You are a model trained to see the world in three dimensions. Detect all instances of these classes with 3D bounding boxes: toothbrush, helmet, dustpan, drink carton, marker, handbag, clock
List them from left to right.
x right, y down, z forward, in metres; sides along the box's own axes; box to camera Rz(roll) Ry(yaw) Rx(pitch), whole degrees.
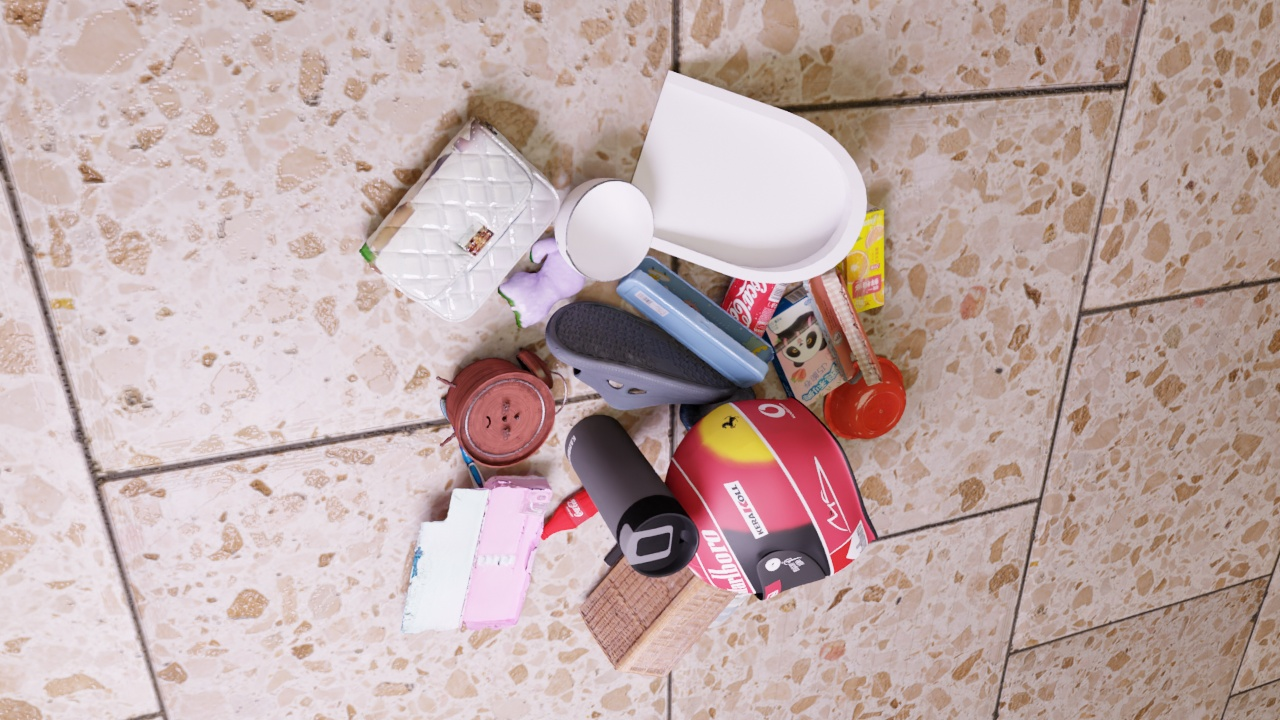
[{"bbox_3d":[-0.184,-0.144,0.972,0.139,0.072,0.195,38,95,-30],"label":"handbag"},{"bbox_3d":[-0.207,0.125,1.118,0.016,0.017,0.189,-23,119,-12],"label":"toothbrush"},{"bbox_3d":[-0.153,0.053,1.067,0.157,0.072,0.121,-11,116,-28],"label":"clock"},{"bbox_3d":[-0.005,0.232,1.247,0.017,0.021,0.124,38,97,-31],"label":"marker"},{"bbox_3d":[0.123,-0.190,1.038,0.257,0.053,0.192,17,107,-7],"label":"dustpan"},{"bbox_3d":[0.142,0.177,1.118,0.224,0.197,0.271,-31,124,-5],"label":"helmet"},{"bbox_3d":[0.281,-0.130,1.185,0.058,0.043,0.135,-16,119,-16],"label":"drink carton"}]

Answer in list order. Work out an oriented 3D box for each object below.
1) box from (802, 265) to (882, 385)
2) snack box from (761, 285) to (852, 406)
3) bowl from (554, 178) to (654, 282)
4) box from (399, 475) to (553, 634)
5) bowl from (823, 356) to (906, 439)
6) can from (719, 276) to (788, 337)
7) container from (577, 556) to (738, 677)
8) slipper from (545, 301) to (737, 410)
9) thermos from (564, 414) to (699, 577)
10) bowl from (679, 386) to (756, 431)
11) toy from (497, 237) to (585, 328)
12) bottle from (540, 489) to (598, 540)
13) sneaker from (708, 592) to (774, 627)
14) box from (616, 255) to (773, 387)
[{"bbox_3d":[0.257,-0.045,1.185,0.064,0.056,0.188,-13,122,27],"label":"box"},{"bbox_3d":[0.216,-0.017,1.216,0.088,0.033,0.154,-32,121,-5],"label":"snack box"},{"bbox_3d":[-0.048,-0.149,1.022,0.113,0.063,0.113,-14,116,-30],"label":"bowl"},{"bbox_3d":[-0.209,0.246,1.149,0.159,0.035,0.231,3,117,-27],"label":"box"},{"bbox_3d":[0.325,0.062,1.288,0.130,0.045,0.131,-9,116,-19],"label":"bowl"},{"bbox_3d":[0.136,-0.073,1.139,0.064,0.064,0.105,17,106,-28],"label":"can"},{"bbox_3d":[0.030,0.321,1.240,0.198,0.114,0.112,-50,137,7],"label":"container"},{"bbox_3d":[-0.007,0.006,1.109,0.267,0.110,0.084,15,132,-31],"label":"slipper"},{"bbox_3d":[-0.016,0.153,1.077,0.082,0.240,0.082,-9,116,-19],"label":"thermos"},{"bbox_3d":[0.110,0.068,1.199,0.110,0.055,0.110,-9,116,-19],"label":"bowl"},{"bbox_3d":[-0.114,-0.091,1.048,0.099,0.036,0.080,-34,111,-10],"label":"toy"},{"bbox_3d":[-0.081,0.194,1.189,0.119,0.036,0.036,-34,121,-4],"label":"bottle"},{"bbox_3d":[0.147,0.289,1.294,0.089,0.090,0.242,17,107,-29],"label":"sneaker"},{"bbox_3d":[0.069,-0.049,1.104,0.210,0.068,0.058,37,63,-12],"label":"box"}]
